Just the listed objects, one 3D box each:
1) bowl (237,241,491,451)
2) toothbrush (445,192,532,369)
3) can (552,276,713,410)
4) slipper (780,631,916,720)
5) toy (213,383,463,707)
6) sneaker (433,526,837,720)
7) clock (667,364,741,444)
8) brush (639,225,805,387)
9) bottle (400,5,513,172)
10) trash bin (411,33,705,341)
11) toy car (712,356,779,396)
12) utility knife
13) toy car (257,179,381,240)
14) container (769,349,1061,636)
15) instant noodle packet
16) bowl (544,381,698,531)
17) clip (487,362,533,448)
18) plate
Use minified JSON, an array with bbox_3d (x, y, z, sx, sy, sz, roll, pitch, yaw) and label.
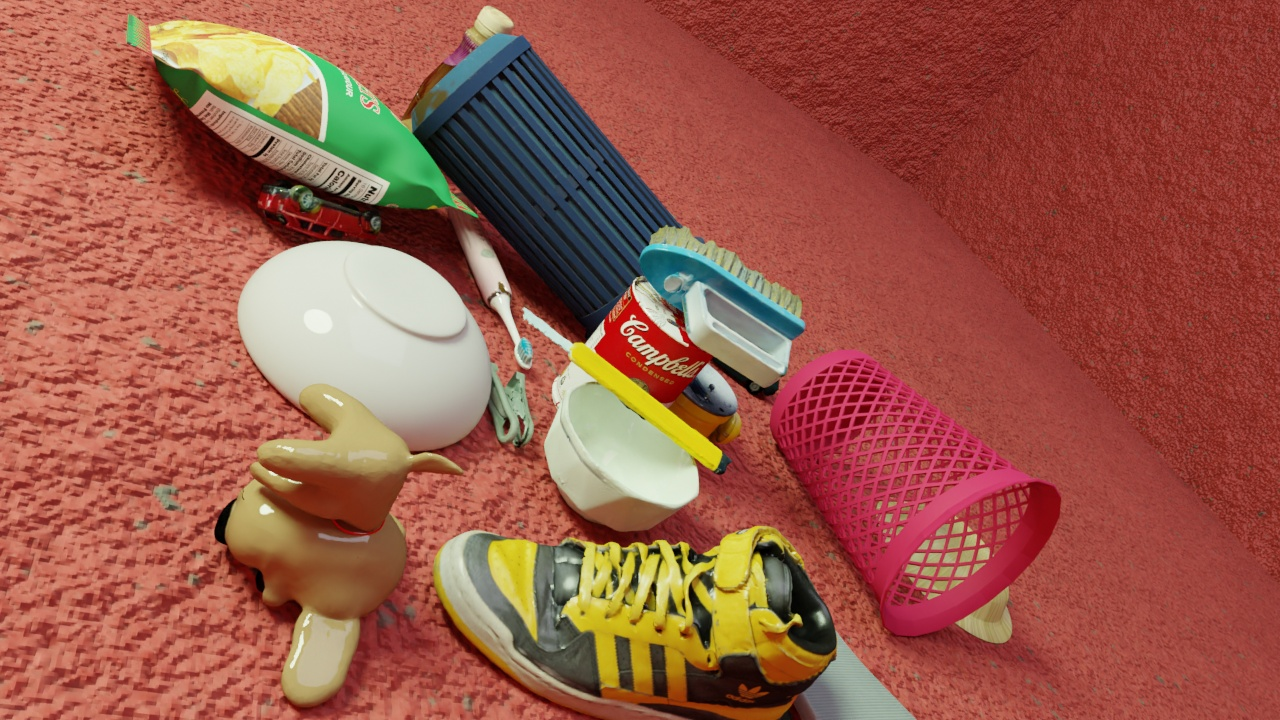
[{"bbox_3d":[-0.169,-0.025,0.614,0.176,0.066,0.176,31,26,-18],"label":"bowl"},{"bbox_3d":[-0.130,-0.073,0.795,0.027,0.027,0.222,-6,46,-26],"label":"toothbrush"},{"bbox_3d":[-0.004,0.004,0.733,0.086,0.117,0.086,31,26,-18],"label":"can"},{"bbox_3d":[0.119,0.228,0.628,0.098,0.055,0.268,16,22,-36],"label":"slipper"},{"bbox_3d":[-0.147,0.075,0.441,0.105,0.108,0.134,18,28,-7],"label":"toy"},{"bbox_3d":[0.010,0.138,0.525,0.238,0.122,0.086,30,25,-22],"label":"sneaker"},{"bbox_3d":[0.049,0.036,0.825,0.118,0.057,0.083,12,36,-44],"label":"clock"},{"bbox_3d":[0.056,-0.043,0.693,0.136,0.056,0.075,32,48,-16],"label":"brush"},{"bbox_3d":[-0.176,-0.258,0.874,0.059,0.166,0.059,31,27,-18],"label":"bottle"},{"bbox_3d":[-0.075,-0.151,0.800,0.249,0.139,0.139,48,22,-16],"label":"trash bin"},{"bbox_3d":[0.105,-0.004,0.998,0.112,0.034,0.046,37,25,-5],"label":"toy car"},{"bbox_3d":[-0.010,0.021,0.668,0.191,0.018,0.030,41,20,-6],"label":"utility knife"},{"bbox_3d":[-0.238,-0.109,0.686,0.042,0.036,0.091,21,9,42],"label":"toy car"},{"bbox_3d":[0.232,0.104,0.849,0.183,0.183,0.225,17,26,-40],"label":"container"},{"bbox_3d":[-0.262,-0.190,0.710,0.252,0.090,0.195,24,10,-35],"label":"instant noodle packet"},{"bbox_3d":[-0.021,0.077,0.656,0.117,0.061,0.117,31,27,-18],"label":"bowl"},{"bbox_3d":[-0.091,0.035,0.677,0.050,0.023,0.078,9,36,-46],"label":"clip"},{"bbox_3d":[0.330,0.204,0.959,0.184,0.036,0.184,31,26,-18],"label":"plate"}]
